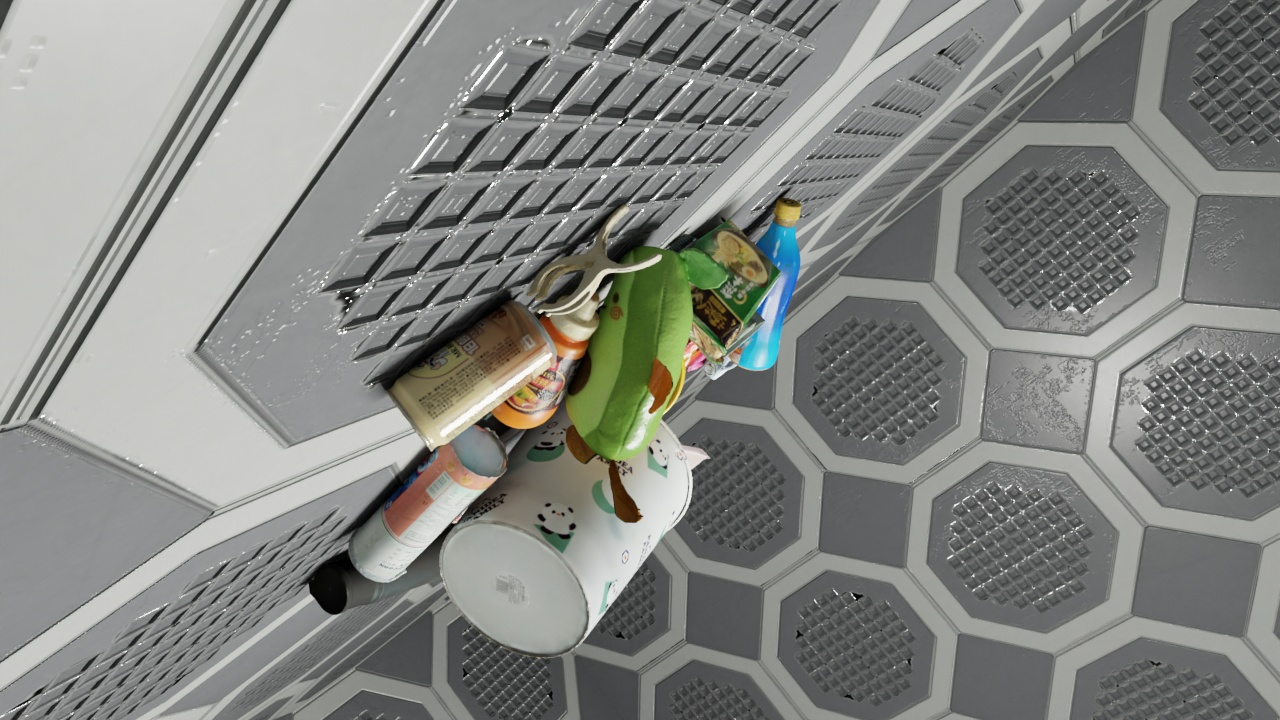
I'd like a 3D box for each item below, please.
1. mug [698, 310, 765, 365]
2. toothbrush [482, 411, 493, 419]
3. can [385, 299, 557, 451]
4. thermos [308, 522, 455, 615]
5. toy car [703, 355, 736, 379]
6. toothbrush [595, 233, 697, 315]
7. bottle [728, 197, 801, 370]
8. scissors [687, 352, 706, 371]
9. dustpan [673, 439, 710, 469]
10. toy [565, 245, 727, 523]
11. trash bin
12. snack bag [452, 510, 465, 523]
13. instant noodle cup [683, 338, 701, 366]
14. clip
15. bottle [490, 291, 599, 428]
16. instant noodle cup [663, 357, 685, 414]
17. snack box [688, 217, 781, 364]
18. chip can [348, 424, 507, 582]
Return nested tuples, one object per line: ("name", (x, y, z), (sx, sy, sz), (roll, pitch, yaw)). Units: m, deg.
("mug", (0.088, -0.064, 1.085), (0.083, 0.103, 0.124), (-38, 172, -11))
("toothbrush", (-0.090, 0.001, 0.934), (0.185, 0.017, 0.012), (-37, 165, -18))
("can", (-0.122, 0.010, 0.669), (0.116, 0.058, 0.059), (-37, 173, -14))
("thermos", (-0.307, 0.257, 1.171), (0.090, 0.068, 0.242), (0, -177, 32))
("toy car", (0.122, -0.006, 1.254), (0.042, 0.034, 0.091), (-35, 166, -49))
("toothbrush", (-0.022, -0.065, 0.904), (0.189, 0.016, 0.014), (-37, 162, 6))
("bottle", (0.159, -0.093, 1.135), (0.065, 0.065, 0.219), (-31, 140, -49))
("scissors", (0.112, -0.030, 1.252), (0.133, 0.017, 0.134), (-29, 164, -45))
("dustpan", (-0.070, 0.181, 1.426), (0.223, 0.273, 0.138), (-48, -166, 38))
("toy", (-0.012, 0.008, 0.821), (0.227, 0.090, 0.247), (-134, -122, -62))
("trash bin", (-0.087, 0.188, 1.066), (0.230, 0.229, 0.251), (-44, -176, 35))
("snack bag", (-0.220, 0.162, 1.152), (0.128, 0.073, 0.208), (-39, 166, 1))
("instant noodle cup", (0.066, -0.044, 1.252), (0.193, 0.066, 0.194), (-39, 173, -6))
("clip", (-0.038, -0.070, 0.682), (0.100, 0.070, 0.034), (-33, 172, 7))
("bottle", (-0.079, -0.006, 0.798), (0.150, 0.067, 0.066), (-52, 167, 32))
("instant noodle cup", (-0.006, 0.006, 1.030), (0.118, 0.118, 0.114), (-40, 180, 9))
("snack box", (0.082, -0.075, 0.957), (0.105, 0.117, 0.118), (-43, 176, -4))
("chip can", (-0.227, 0.152, 0.970), (0.215, 0.071, 0.071), (-43, 172, 30))
